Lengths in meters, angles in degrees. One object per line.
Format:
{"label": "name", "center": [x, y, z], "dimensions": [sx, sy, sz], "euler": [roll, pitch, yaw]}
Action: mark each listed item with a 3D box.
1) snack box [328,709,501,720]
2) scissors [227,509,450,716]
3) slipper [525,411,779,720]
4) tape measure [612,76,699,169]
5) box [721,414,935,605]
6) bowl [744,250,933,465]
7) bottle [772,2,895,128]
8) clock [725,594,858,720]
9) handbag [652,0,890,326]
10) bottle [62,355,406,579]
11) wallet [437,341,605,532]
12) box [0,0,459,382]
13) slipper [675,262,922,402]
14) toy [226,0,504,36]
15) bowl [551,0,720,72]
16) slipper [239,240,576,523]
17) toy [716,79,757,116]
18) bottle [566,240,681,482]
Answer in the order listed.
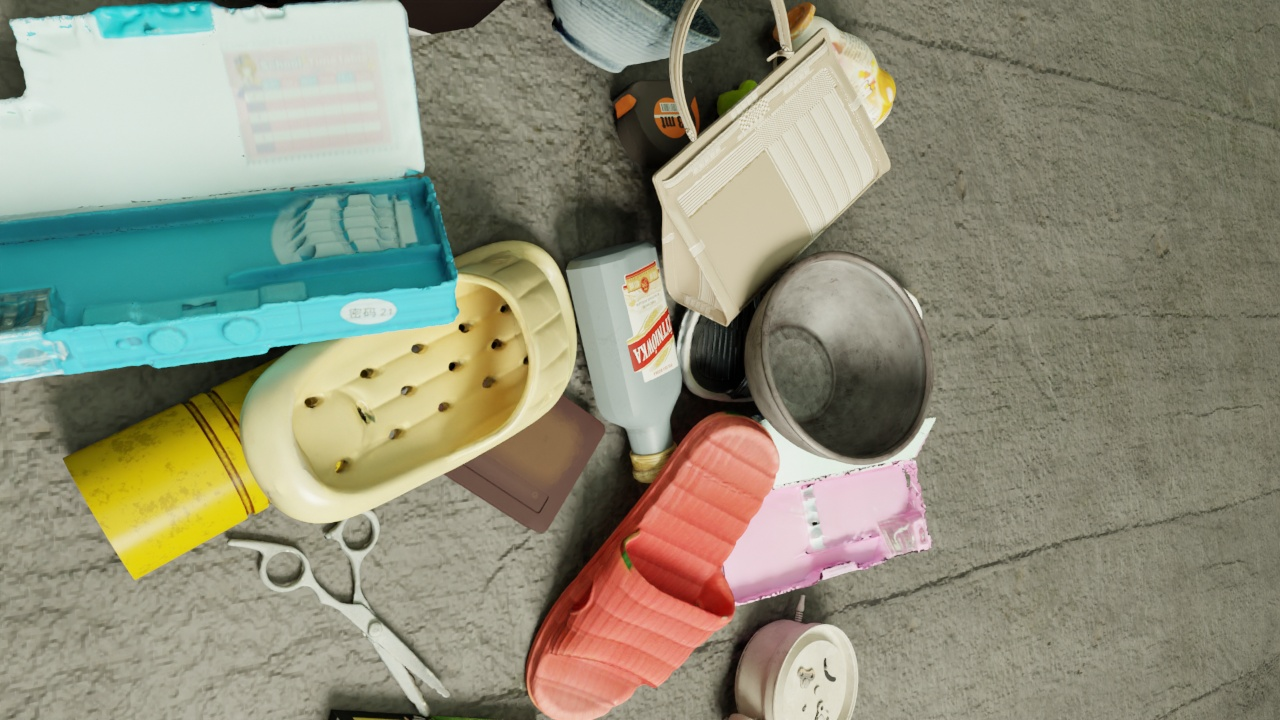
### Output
{"label": "snack box", "center": [-0.132, 0.270, 0.580], "dimensions": [0.147, 0.025, 0.080], "euler": [19, 83, -34]}
{"label": "scissors", "center": [-0.176, 0.157, 0.549], "dimensions": [0.117, 0.014, 0.161], "euler": [-12, 97, -34]}
{"label": "slipper", "center": [0.018, 0.151, 0.621], "dimensions": [0.103, 0.059, 0.249], "euler": [34, 92, -27]}
{"label": "tape measure", "center": [0.012, -0.164, 0.640], "dimensions": [0.058, 0.038, 0.059], "euler": [-14, 88, -33]}
{"label": "box", "center": [0.149, 0.101, 0.742], "dimensions": [0.230, 0.063, 0.160], "euler": [-5, 105, -34]}
{"label": "bowl", "center": [0.126, 0.003, 0.637], "dimensions": [0.144, 0.067, 0.144], "euler": [6, 76, -27]}
{"label": "bottle", "center": [0.149, -0.225, 0.711], "dimensions": [0.109, 0.063, 0.063], "euler": [39, 72, -32]}
{"label": "clock", "center": [0.107, 0.270, 0.725], "dimensions": [0.156, 0.061, 0.103], "euler": [-42, 116, -33]}
{"label": "handbag", "center": [0.071, -0.153, 0.589], "dimensions": [0.175, 0.062, 0.198], "euler": [-43, 137, -18]}
{"label": "bottle", "center": [-0.202, 0.043, 0.488], "dimensions": [0.163, 0.071, 0.071], "euler": [-30, 110, -29]}
{"label": "wallet", "center": [-0.086, 0.048, 0.601], "dimensions": [0.115, 0.018, 0.091], "euler": [39, 73, -28]}
{"label": "box", "center": [-0.213, -0.076, 0.437], "dimensions": [0.227, 0.085, 0.170], "euler": [-9, 81, -17]}
{"label": "slipper", "center": [0.144, -0.022, 0.726], "dimensions": [0.263, 0.063, 0.111], "euler": [1, 93, -37]}
{"label": "toy", "center": [-0.143, -0.233, 0.463], "dimensions": [0.183, 0.140, 0.159], "euler": [10, 88, -35]}
{"label": "bowl", "center": [-0.020, -0.224, 0.588], "dimensions": [0.137, 0.137, 0.057], "euler": [18, 123, -34]}
{"label": "slipper", "center": [-0.093, 0.003, 0.502], "dimensions": [0.260, 0.079, 0.111], "euler": [-37, 112, -54]}
{"label": "toy", "center": [0.099, -0.168, 0.700], "dimensions": [0.093, 0.036, 0.094], "euler": [-14, 95, -28]}
{"label": "bottle", "center": [-0.004, 0.004, 0.629], "dimensions": [0.072, 0.046, 0.161], "euler": [-29, 111, -53]}
